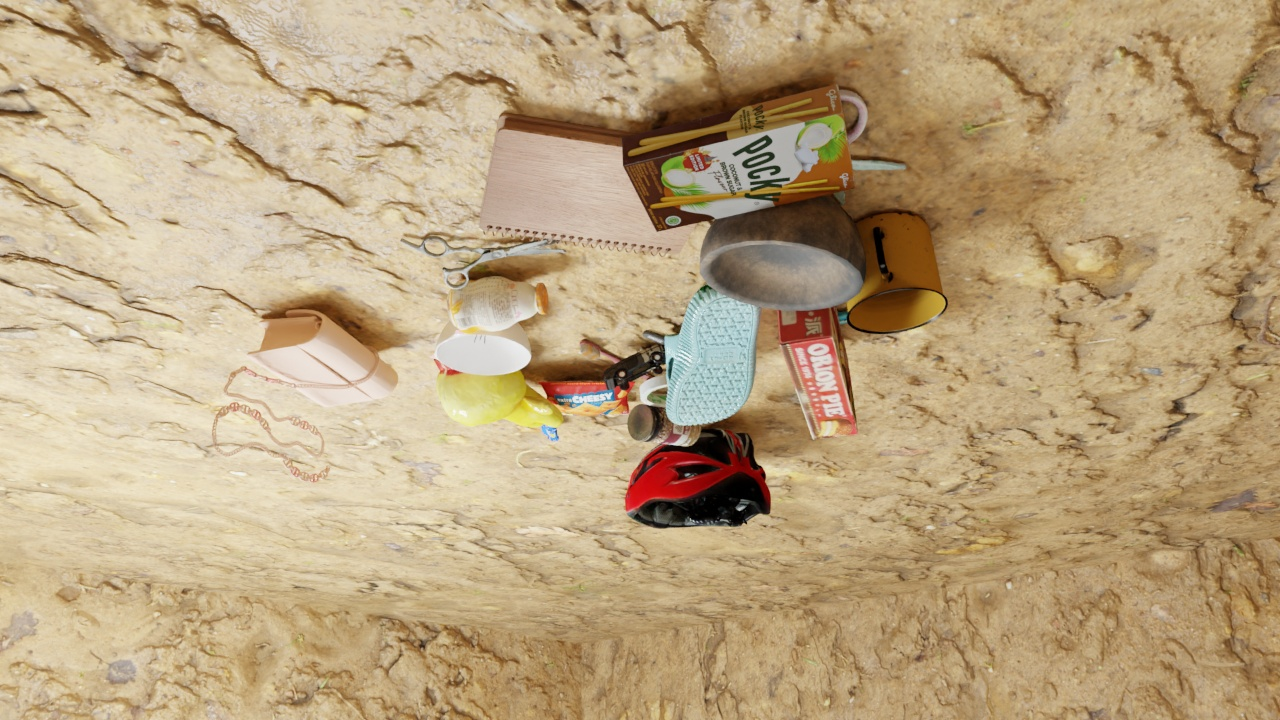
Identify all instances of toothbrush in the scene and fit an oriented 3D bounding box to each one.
[{"bbox_3d":[-0.021,0.009,1.255,0.015,0.015,0.184,-21,150,31],"label":"toothbrush"},{"bbox_3d":[0.069,-0.012,1.218,0.167,0.013,0.013,21,147,-34],"label":"toothbrush"}]

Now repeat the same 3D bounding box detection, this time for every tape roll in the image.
[{"bbox_3d":[0.046,0.042,1.313,0.094,0.018,0.094,-6,157,-3],"label":"tape roll"}]

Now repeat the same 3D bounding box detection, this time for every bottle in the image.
[{"bbox_3d":[-0.159,-0.065,1.031,0.109,0.063,0.063,-5,155,9],"label":"bottle"},{"bbox_3d":[0.037,0.098,1.380,0.105,0.056,0.056,11,153,-43],"label":"bottle"}]

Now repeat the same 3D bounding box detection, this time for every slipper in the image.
[{"bbox_3d":[0.090,-0.015,1.153,0.116,0.069,0.277,0,140,-5],"label":"slipper"}]

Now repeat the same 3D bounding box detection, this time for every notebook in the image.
[{"bbox_3d":[-0.042,-0.160,0.884,0.210,0.022,0.169,5,153,-14],"label":"notebook"}]

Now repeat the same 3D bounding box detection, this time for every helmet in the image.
[{"bbox_3d":[0.089,0.207,1.501,0.217,0.166,0.273,13,151,-29],"label":"helmet"}]

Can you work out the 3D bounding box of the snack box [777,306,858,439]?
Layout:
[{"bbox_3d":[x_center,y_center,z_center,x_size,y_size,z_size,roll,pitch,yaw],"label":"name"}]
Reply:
[{"bbox_3d":[0.209,-0.008,1.083,0.060,0.113,0.236,-9,147,15],"label":"snack box"}]

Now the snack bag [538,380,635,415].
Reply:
[{"bbox_3d":[-0.077,0.052,1.312,0.131,0.039,0.144,0,159,-4],"label":"snack bag"}]

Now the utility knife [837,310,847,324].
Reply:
[{"bbox_3d":[0.271,-0.059,1.123,0.149,0.015,0.022,-13,146,18],"label":"utility knife"}]

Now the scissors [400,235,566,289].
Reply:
[{"bbox_3d":[-0.165,-0.121,0.970,0.160,0.014,0.120,-27,130,21],"label":"scissors"}]

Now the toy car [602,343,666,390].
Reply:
[{"bbox_3d":[-0.007,0.007,1.210,0.092,0.037,0.040,-26,155,-8],"label":"toy car"}]

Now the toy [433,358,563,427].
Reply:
[{"bbox_3d":[-0.195,0.050,1.243,0.134,0.092,0.207,-7,160,43],"label":"toy"}]

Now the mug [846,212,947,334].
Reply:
[{"bbox_3d":[0.255,-0.096,0.948,0.101,0.094,0.123,-12,154,20],"label":"mug"}]

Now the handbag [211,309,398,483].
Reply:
[{"bbox_3d":[-0.392,0.054,1.128,0.117,0.186,0.199,-4,151,22],"label":"handbag"}]

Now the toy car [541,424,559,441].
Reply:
[{"bbox_3d":[-0.160,0.101,1.414,0.062,0.033,0.092,-8,155,-2],"label":"toy car"}]

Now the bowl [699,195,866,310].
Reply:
[{"bbox_3d":[0.142,-0.112,0.908,0.162,0.070,0.162,9,162,3],"label":"bowl"}]

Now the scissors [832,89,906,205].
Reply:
[{"bbox_3d":[0.169,-0.191,0.838,0.170,0.013,0.175,2,155,-7],"label":"scissors"}]

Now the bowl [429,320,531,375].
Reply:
[{"bbox_3d":[-0.191,-0.028,1.122,0.114,0.050,0.115,-1,155,-1],"label":"bowl"}]

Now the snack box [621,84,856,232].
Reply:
[{"bbox_3d":[0.088,-0.173,0.805,0.186,0.031,0.101,-10,151,15],"label":"snack box"}]
